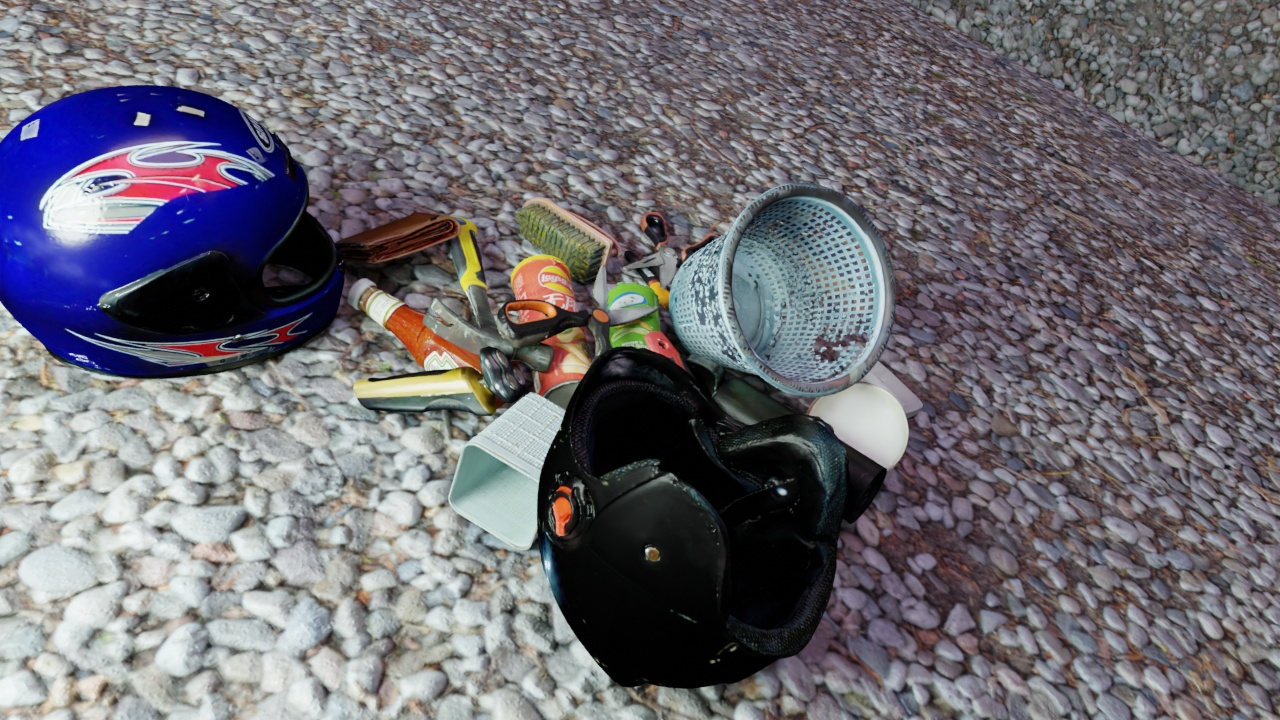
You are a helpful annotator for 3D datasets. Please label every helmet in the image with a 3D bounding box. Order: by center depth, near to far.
[{"bbox_3d":[0.026,0.130,0.741,0.232,0.231,0.274,-10,59,-53],"label":"helmet"},{"bbox_3d":[-0.428,-0.130,0.855,0.314,0.241,0.247,-13,51,-36],"label":"helmet"}]

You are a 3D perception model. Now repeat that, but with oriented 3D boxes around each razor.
[{"bbox_3d":[-0.196,0.024,0.890,0.167,0.067,0.062,-4,11,9],"label":"razor"}]

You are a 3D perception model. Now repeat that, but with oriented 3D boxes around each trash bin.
[{"bbox_3d":[0.141,-0.069,1.047,0.226,0.195,0.226,2,86,-26],"label":"trash bin"}]

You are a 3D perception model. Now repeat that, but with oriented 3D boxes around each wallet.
[{"bbox_3d":[-0.283,-0.144,1.061,0.124,0.032,0.101,-29,27,-36],"label":"wallet"}]

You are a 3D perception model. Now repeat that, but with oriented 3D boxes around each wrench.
[{"bbox_3d":[0.085,0.080,0.957,0.056,0.016,0.273,-23,73,-46],"label":"wrench"}]

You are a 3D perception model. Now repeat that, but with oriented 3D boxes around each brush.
[{"bbox_3d":[-0.096,-0.164,1.190,0.146,0.063,0.072,36,44,21],"label":"brush"}]

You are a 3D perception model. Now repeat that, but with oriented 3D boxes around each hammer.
[{"bbox_3d":[-0.189,-0.090,1.027,0.126,0.032,0.323,17,24,-27],"label":"hammer"}]

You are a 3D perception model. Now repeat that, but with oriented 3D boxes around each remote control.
[{"bbox_3d":[0.307,0.025,1.180,0.048,0.024,0.125,-14,49,-37],"label":"remote control"}]

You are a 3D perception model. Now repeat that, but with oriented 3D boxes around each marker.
[{"bbox_3d":[0.011,-0.108,1.212,0.018,0.015,0.124,-7,43,-33],"label":"marker"}]

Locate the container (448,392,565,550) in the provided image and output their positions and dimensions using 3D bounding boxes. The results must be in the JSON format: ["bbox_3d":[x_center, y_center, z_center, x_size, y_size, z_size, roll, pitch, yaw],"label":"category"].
[{"bbox_3d":[-0.105,0.098,0.854,0.090,0.090,0.111,30,36,10],"label":"container"}]

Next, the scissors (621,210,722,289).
[{"bbox_3d":[0.044,-0.154,1.269,0.188,0.015,0.226,5,37,-23],"label":"scissors"}]

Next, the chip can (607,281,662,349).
[{"bbox_3d":[-0.006,0.006,1.021,0.072,0.072,0.235,11,38,-13],"label":"chip can"}]

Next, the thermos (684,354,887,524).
[{"bbox_3d":[0.140,0.074,0.977,0.242,0.090,0.068,33,70,25],"label":"thermos"}]

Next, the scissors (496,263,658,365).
[{"bbox_3d":[-0.052,-0.028,0.955,0.220,0.022,0.228,5,48,-38],"label":"scissors"}]

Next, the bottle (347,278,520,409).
[{"bbox_3d":[-0.221,-0.022,0.965,0.206,0.060,0.059,32,39,14],"label":"bottle"}]

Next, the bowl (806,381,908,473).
[{"bbox_3d":[0.243,0.084,1.033,0.113,0.113,0.062,40,0,22],"label":"bowl"}]

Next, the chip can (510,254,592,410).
[{"bbox_3d":[-0.096,-0.027,1.017,0.073,0.073,0.216,4,41,-21],"label":"chip can"}]
